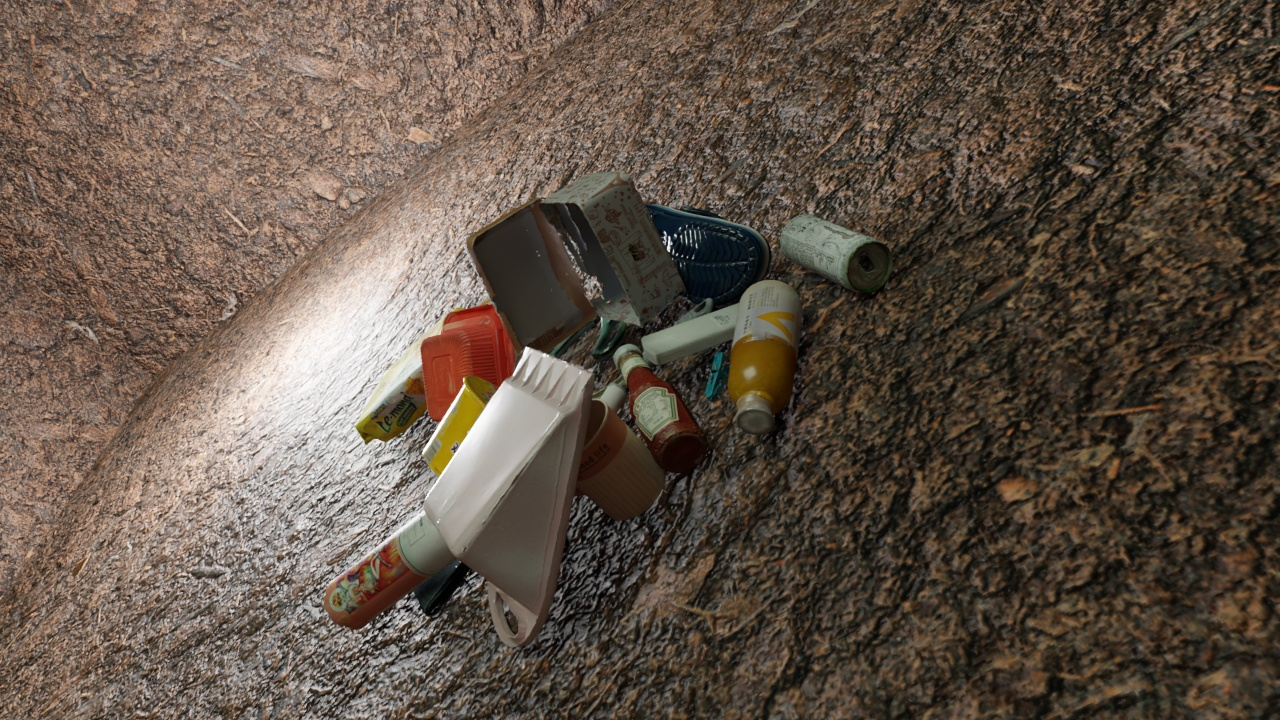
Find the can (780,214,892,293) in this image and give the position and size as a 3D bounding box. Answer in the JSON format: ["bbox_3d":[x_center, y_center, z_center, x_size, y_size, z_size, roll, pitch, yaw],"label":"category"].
[{"bbox_3d":[0.210,-0.118,0.996,0.058,0.058,0.146,-43,27,-1],"label":"can"}]

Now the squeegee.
[{"bbox_3d":[-0.007,0.007,1.122,0.247,0.039,0.246,-36,43,7],"label":"squeegee"}]

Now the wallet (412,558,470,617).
[{"bbox_3d":[-0.229,0.236,1.095,0.120,0.019,0.097,-53,29,-6],"label":"wallet"}]

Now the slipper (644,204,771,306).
[{"bbox_3d":[0.075,-0.139,1.173,0.095,0.105,0.253,-11,24,-37],"label":"slipper"}]

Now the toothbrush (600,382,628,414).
[{"bbox_3d":[-0.082,0.121,1.035,0.026,0.027,0.220,26,73,23],"label":"toothbrush"}]

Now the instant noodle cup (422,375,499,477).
[{"bbox_3d":[-0.193,0.103,1.134,0.110,0.138,0.138,-52,27,5],"label":"instant noodle cup"}]

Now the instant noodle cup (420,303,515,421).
[{"bbox_3d":[-0.237,0.018,1.260,0.079,0.188,0.165,-5,-3,-43],"label":"instant noodle cup"}]

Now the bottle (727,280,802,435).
[{"bbox_3d":[0.126,-0.004,0.933,0.068,0.068,0.189,-24,33,32],"label":"bottle"}]

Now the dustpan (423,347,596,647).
[{"bbox_3d":[-0.109,0.136,0.927,0.273,0.139,0.223,-54,23,-5],"label":"dustpan"}]

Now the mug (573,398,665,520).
[{"bbox_3d":[-0.047,0.110,0.954,0.115,0.106,0.081,-25,32,30],"label":"mug"}]

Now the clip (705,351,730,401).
[{"bbox_3d":[0.085,0.019,1.005,0.015,0.049,0.056,-4,55,46],"label":"clip"}]

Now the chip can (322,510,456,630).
[{"bbox_3d":[-0.275,0.235,1.068,0.215,0.071,0.071,-38,27,22],"label":"chip can"}]

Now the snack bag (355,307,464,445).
[{"bbox_3d":[-0.354,0.026,1.482,0.247,0.068,0.157,-37,24,33],"label":"snack bag"}]

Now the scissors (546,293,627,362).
[{"bbox_3d":[-0.080,-0.034,1.297,0.179,0.019,0.170,-32,31,22],"label":"scissors"}]

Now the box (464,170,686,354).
[{"bbox_3d":[-0.087,-0.111,1.124,0.193,0.183,0.157,-37,23,-21],"label":"box"}]

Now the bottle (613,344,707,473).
[{"bbox_3d":[0.014,0.044,1.000,0.060,0.060,0.206,-39,34,6],"label":"bottle"}]

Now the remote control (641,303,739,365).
[{"bbox_3d":[0.069,-0.030,1.041,0.135,0.019,0.056,-20,26,-10],"label":"remote control"}]

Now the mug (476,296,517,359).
[{"bbox_3d":[-0.187,-0.048,1.364,0.125,0.103,0.084,-39,27,7],"label":"mug"}]

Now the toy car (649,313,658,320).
[{"bbox_3d":[0.010,-0.087,1.238,0.048,0.032,0.105,-33,29,17],"label":"toy car"}]
